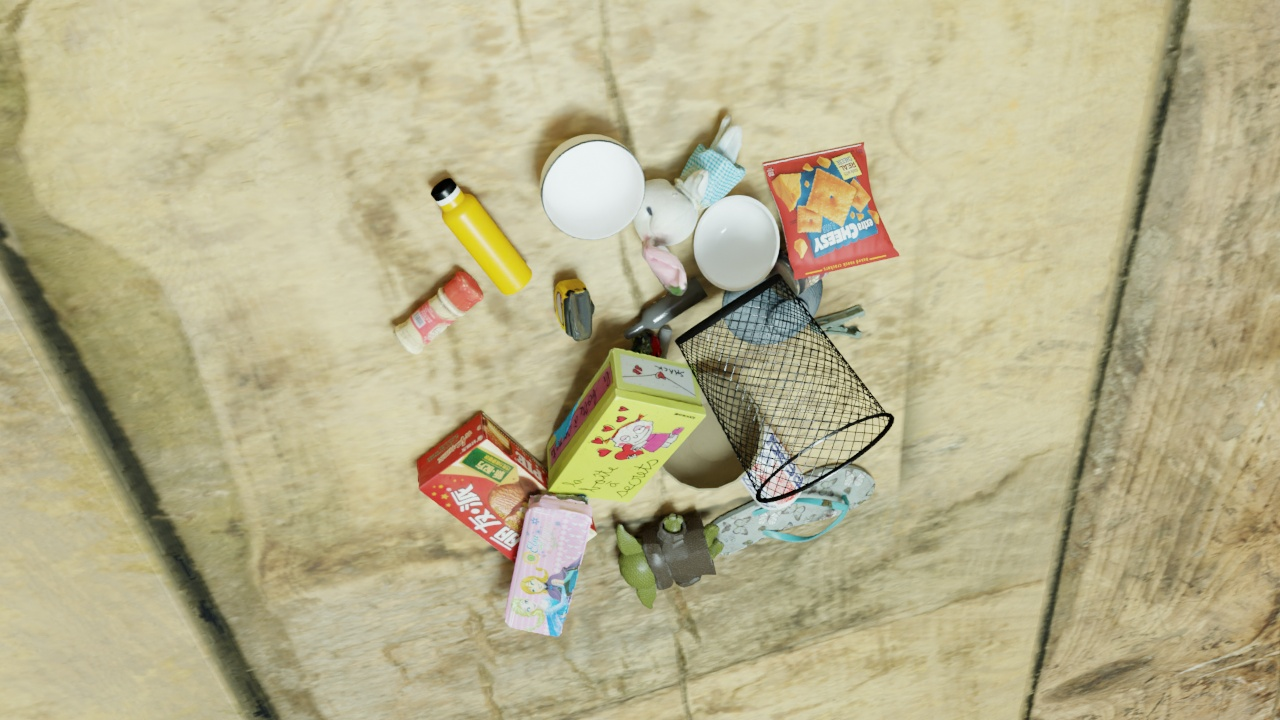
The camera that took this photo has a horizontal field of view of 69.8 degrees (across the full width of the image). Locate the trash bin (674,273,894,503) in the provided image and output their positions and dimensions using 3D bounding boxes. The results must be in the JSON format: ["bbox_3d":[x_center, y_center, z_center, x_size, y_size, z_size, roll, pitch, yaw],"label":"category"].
[{"bbox_3d":[0.156,0.026,1.063,0.184,0.184,0.210,-33,91,5],"label":"trash bin"}]

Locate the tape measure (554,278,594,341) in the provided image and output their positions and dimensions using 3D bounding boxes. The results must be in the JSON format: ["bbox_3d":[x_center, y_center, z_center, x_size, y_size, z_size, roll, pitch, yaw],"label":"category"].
[{"bbox_3d":[-0.076,-0.063,1.077,0.037,0.064,0.066,-13,116,-18],"label":"tape measure"}]

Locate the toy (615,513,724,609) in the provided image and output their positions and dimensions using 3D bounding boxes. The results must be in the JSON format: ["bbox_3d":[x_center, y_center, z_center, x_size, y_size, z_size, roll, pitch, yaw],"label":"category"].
[{"bbox_3d":[0.043,0.279,1.322,0.153,0.078,0.179,-15,125,3],"label":"toy"}]

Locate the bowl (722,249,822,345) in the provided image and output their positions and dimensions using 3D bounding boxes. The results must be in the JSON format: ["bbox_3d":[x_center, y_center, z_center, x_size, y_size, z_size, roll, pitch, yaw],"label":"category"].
[{"bbox_3d":[0.177,-0.066,1.155,0.137,0.057,0.137,-8,123,-12],"label":"bowl"}]

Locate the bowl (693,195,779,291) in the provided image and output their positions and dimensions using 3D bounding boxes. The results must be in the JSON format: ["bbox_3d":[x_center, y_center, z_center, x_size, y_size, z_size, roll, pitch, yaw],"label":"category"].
[{"bbox_3d":[0.121,-0.137,1.082,0.040,0.110,0.110,-7,133,-57],"label":"bowl"}]

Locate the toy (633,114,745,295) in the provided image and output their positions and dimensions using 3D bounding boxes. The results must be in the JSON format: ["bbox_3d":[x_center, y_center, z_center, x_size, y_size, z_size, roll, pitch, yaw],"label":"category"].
[{"bbox_3d":[0.047,-0.184,1.025,0.105,0.131,0.205,26,99,-6],"label":"toy"}]

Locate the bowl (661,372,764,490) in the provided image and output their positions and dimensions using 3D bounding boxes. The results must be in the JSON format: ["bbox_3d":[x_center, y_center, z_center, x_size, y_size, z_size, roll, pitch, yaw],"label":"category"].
[{"bbox_3d":[0.092,0.092,1.197,0.152,0.152,0.050,-46,162,14],"label":"bowl"}]

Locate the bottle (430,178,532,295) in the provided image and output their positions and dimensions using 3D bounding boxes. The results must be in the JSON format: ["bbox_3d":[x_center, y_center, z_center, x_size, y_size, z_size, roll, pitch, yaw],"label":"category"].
[{"bbox_3d":[-0.176,-0.137,1.012,0.043,0.043,0.144,-33,125,5],"label":"bottle"}]

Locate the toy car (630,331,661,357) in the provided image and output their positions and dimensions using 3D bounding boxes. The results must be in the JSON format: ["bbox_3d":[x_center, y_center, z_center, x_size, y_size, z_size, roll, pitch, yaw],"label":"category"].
[{"bbox_3d":[-0.007,0.007,1.154,0.036,0.042,0.091,29,109,-22],"label":"toy car"}]

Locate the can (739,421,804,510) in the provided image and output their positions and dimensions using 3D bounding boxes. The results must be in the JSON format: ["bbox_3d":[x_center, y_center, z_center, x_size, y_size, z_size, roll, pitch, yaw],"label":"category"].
[{"bbox_3d":[0.167,0.141,1.271,0.078,0.078,0.136,-34,125,6],"label":"can"}]

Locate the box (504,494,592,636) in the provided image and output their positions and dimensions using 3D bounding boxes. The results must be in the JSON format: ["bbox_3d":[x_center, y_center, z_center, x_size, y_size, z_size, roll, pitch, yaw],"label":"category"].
[{"bbox_3d":[-0.123,0.268,1.219,0.084,0.053,0.231,13,122,-3],"label":"box"}]

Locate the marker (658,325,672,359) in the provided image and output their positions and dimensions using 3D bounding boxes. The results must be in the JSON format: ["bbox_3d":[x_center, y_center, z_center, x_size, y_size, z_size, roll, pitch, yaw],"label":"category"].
[{"bbox_3d":[0.020,0.019,1.187,0.016,0.016,0.141,2,120,-18],"label":"marker"}]

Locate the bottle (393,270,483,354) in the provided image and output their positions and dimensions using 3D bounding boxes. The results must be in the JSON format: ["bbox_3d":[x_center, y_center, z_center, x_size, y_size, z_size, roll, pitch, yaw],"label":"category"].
[{"bbox_3d":[-0.231,-0.054,1.050,0.109,0.044,0.044,-39,124,10],"label":"bottle"}]

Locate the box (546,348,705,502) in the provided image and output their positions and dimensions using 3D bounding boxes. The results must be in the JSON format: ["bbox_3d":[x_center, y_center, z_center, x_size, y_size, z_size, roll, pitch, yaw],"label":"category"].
[{"bbox_3d":[-0.025,0.089,1.140,0.124,0.080,0.222,14,136,-24],"label":"box"}]

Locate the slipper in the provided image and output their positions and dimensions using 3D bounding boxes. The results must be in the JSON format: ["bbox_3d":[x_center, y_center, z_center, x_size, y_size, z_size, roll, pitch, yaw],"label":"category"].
[{"bbox_3d":[0.227,0.226,1.360,0.268,0.054,0.098,-19,123,-3],"label":"slipper"}]

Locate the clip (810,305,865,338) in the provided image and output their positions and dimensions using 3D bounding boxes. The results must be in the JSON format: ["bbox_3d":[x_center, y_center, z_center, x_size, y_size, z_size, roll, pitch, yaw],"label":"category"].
[{"bbox_3d":[0.259,-0.047,1.213,0.076,0.023,0.059,-7,122,-15],"label":"clip"}]

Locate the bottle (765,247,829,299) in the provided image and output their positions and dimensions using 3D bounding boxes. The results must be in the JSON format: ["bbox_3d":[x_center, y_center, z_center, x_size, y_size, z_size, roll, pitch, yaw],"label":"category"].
[{"bbox_3d":[0.205,-0.123,1.108,0.105,0.056,0.056,-35,128,-20],"label":"bottle"}]

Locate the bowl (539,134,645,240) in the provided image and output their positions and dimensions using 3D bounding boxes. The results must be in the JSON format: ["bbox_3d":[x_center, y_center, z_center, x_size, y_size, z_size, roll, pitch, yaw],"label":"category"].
[{"bbox_3d":[-0.057,-0.194,0.999,0.113,0.063,0.114,-8,123,-12],"label":"bowl"}]

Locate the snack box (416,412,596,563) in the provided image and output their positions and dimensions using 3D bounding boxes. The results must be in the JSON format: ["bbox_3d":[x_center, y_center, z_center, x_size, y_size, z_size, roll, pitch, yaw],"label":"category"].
[{"bbox_3d":[-0.172,0.181,1.205,0.113,0.060,0.236,-36,125,10],"label":"snack box"}]

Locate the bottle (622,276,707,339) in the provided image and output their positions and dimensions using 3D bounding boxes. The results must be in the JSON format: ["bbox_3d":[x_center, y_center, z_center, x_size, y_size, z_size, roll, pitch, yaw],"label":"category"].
[{"bbox_3d":[0.028,-0.061,1.130,0.113,0.030,0.030,-33,125,5],"label":"bottle"}]

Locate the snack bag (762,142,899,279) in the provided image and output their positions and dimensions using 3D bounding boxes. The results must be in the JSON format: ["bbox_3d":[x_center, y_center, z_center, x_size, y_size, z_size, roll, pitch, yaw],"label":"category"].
[{"bbox_3d":[0.222,-0.176,1.076,0.130,0.039,0.144,-13,82,-8],"label":"snack bag"}]
